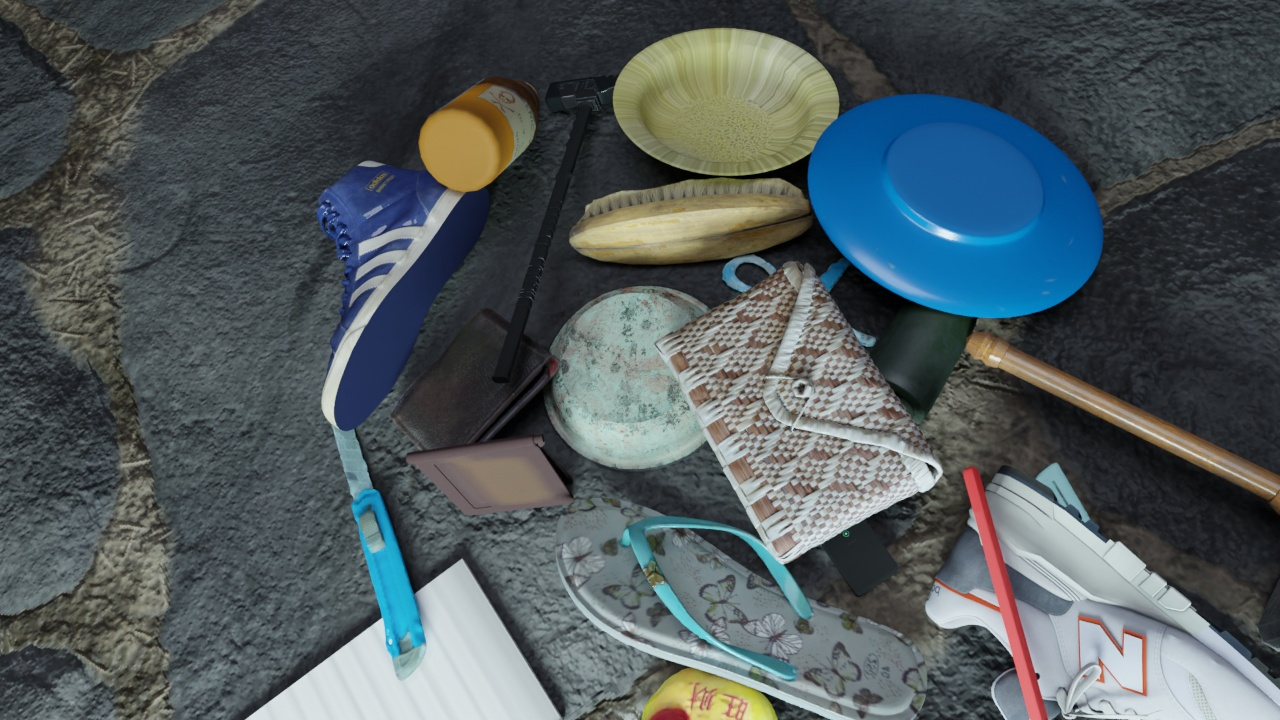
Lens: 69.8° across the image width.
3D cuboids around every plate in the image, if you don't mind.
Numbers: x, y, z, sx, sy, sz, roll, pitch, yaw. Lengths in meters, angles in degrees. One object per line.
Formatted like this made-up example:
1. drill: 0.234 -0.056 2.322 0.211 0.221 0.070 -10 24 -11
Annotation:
1. plate: 0.238 -0.130 0.686 0.224 0.024 0.223 2 57 -4
2. plate: 0.070 -0.207 0.769 0.184 0.036 0.184 -1 55 1

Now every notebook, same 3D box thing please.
1. notebook: -0.175 0.260 0.642 0.209 0.009 0.142 -36 65 -6

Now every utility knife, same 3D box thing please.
1. utility knife: -0.202 0.134 0.695 0.031 0.015 0.221 -26 58 -5
2. utility knife: 0.308 0.145 0.599 0.022 0.015 0.166 -24 68 -1

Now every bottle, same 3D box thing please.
1. bottle: -0.124 -0.200 0.772 0.068 0.068 0.156 5 32 13
2. bottle: 0.221 -0.037 0.671 0.055 0.055 0.173 29 69 20

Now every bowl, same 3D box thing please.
1. bowl: -0.004 0.004 0.702 0.157 0.038 0.157 -4 66 9

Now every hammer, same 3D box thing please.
1. hammer: 0.358 0.059 0.586 0.318 0.083 0.162 30 75 21
2. hammer: -0.064 -0.118 0.735 0.095 0.015 0.324 -1 54 19

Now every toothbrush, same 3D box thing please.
1. toothbrush: 0.215 0.165 0.537 0.018 0.012 0.212 -26 59 35

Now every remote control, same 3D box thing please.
1. remote control: 0.125 0.094 0.653 0.034 0.013 0.150 -31 65 -4

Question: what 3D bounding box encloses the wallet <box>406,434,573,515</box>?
1. wallet: -0.099 0.081 0.645 0.091 0.116 0.018 -8 64 7

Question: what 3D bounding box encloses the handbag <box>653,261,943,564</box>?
1. handbag: 0.102 0.029 0.619 0.124 0.047 0.185 -31 66 6

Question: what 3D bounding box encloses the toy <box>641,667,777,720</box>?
1. toy: 0.036 0.262 0.574 0.105 0.067 0.137 -3 60 7

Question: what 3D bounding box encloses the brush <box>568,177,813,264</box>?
1. brush: 0.038 -0.112 0.734 0.195 0.059 0.043 -5 53 12

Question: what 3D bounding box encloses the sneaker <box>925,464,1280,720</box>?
1. sneaker: 0.274 0.184 0.551 0.124 0.089 0.239 -46 58 6

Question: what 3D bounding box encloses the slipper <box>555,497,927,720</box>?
1. slipper: 0.056 0.160 0.601 0.269 0.055 0.098 24 50 17

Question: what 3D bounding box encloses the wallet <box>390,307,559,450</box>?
1. wallet: -0.130 0.024 0.710 0.120 0.031 0.099 -48 46 -8

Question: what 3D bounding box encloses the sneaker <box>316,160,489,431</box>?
1. sneaker: -0.233 -0.069 0.748 0.118 0.091 0.232 23 72 14

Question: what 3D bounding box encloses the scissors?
1. scissors: 0.114 -0.030 0.711 0.134 0.011 0.139 24 73 18
